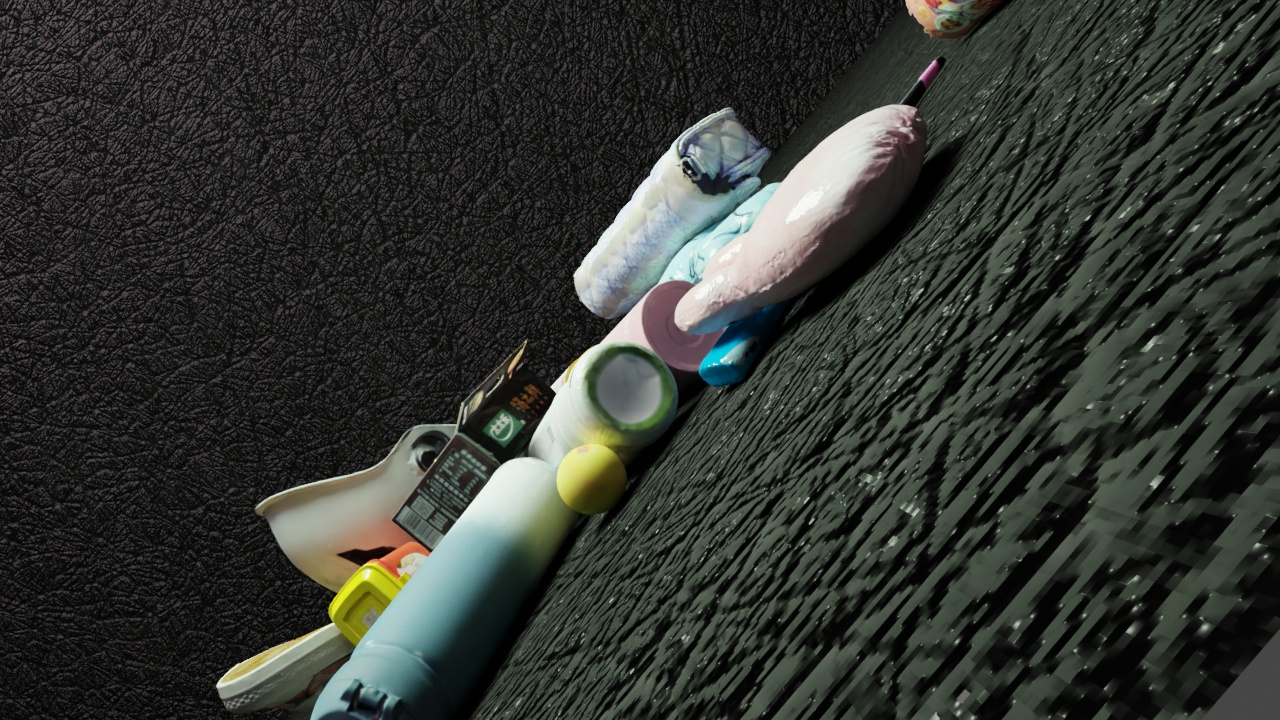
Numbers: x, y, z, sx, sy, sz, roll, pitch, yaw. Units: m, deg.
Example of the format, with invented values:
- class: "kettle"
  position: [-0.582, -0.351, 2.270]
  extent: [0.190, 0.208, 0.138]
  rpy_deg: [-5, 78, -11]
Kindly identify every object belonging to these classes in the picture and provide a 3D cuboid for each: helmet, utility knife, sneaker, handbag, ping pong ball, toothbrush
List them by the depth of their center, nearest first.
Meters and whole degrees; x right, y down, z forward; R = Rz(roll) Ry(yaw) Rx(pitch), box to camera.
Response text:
- class: "ping pong ball"
  position: [-0.028, 0.068, 0.526]
  extent: [0.040, 0.040, 0.040]
  rpy_deg: [-49, 4, 4]
- class: "utility knife"
  position: [0.085, -0.048, 0.550]
  extent: [0.034, 0.018, 0.204]
  rpy_deg: [-28, 17, 44]
- class: "toothbrush"
  position: [0.191, -0.178, 0.682]
  extent: [0.188, 0.014, 0.018]
  rpy_deg: [-51, 14, -29]
- class: "sneaker"
  position: [-0.253, 0.270, 0.791]
  extent: [0.118, 0.088, 0.240]
  rpy_deg: [-25, -11, 15]
- class: "handbag"
  position: [0.030, -0.127, 0.821]
  extent: [0.133, 0.075, 0.194]
  rpy_deg: [-39, -6, -43]
- class: "helmet"
  position: [-0.219, 0.154, 0.888]
  extent: [0.230, 0.146, 0.257]
  rpy_deg: [-28, -5, 41]

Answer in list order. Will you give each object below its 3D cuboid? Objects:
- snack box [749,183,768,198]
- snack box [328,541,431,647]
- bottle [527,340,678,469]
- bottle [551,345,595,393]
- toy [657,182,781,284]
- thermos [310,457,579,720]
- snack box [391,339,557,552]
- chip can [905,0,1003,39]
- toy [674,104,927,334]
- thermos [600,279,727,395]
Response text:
- class: "snack box"
  position: [0.072, -0.089, 0.912]
  extent: [0.178, 0.046, 0.182]
  rpy_deg: [-49, 4, 6]
- class: "snack box"
  position: [-0.190, 0.200, 0.748]
  extent: [0.082, 0.091, 0.080]
  rpy_deg: [-48, -3, 22]
- class: "bottle"
  position: [-0.039, 0.054, 0.621]
  extent: [0.068, 0.068, 0.197]
  rpy_deg: [-51, 1, -31]
- class: "bottle"
  position: [-0.050, 0.029, 0.974]
  extent: [0.067, 0.068, 0.190]
  rpy_deg: [-51, 4, -29]
- class: "toy"
  position: [0.058, -0.080, 0.746]
  extent: [0.161, 0.050, 0.156]
  rpy_deg: [-48, 1, 1]
- class: "thermos"
  position: [-0.101, 0.137, 0.511]
  extent: [0.070, 0.070, 0.219]
  rpy_deg: [-47, 5, 31]
- class: "snack box"
  position: [-0.116, 0.062, 0.674]
  extent: [0.126, 0.053, 0.113]
  rpy_deg: [-48, 4, 30]
- class: "chip can"
  position: [0.268, -0.309, 0.653]
  extent: [0.071, 0.071, 0.215]
  rpy_deg: [-50, 3, -10]
- class: "toy"
  position: [0.084, -0.070, 0.486]
  extent: [0.160, 0.054, 0.121]
  rpy_deg: [-37, 10, 41]
- class: "thermos"
  position: [-0.004, 0.004, 0.672]
  extent: [0.199, 0.067, 0.087]
  rpy_deg: [-44, 20, 60]
